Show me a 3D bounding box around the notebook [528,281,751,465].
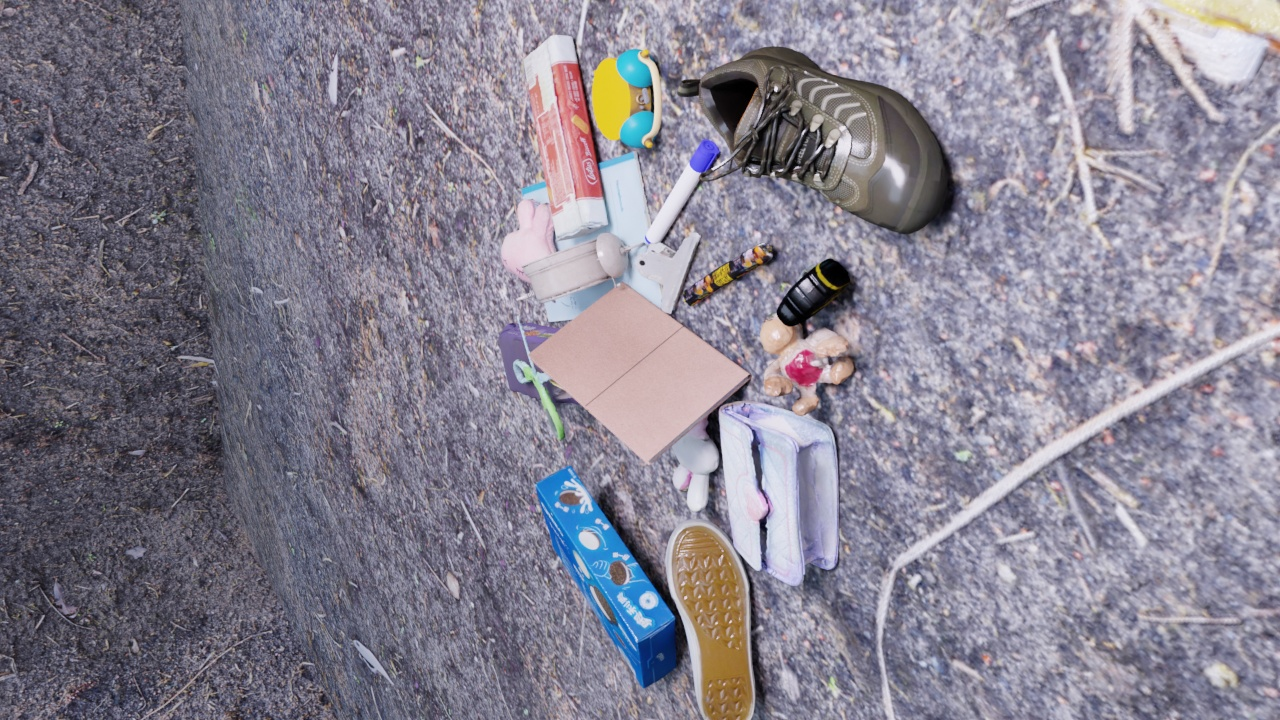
[{"bbox_3d":[-0.006,0.006,0.978,0.209,0.141,0.008,38,160,36],"label":"notebook"}]

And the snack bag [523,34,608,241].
[{"bbox_3d":[-0.087,-0.255,1.066,0.078,0.041,0.225,-11,91,55],"label":"snack bag"}]

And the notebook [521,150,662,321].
[{"bbox_3d":[-0.064,-0.141,1.114,0.254,0.009,0.181,-2,101,54],"label":"notebook"}]

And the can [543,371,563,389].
[{"bbox_3d":[-0.050,-0.002,1.069,0.116,0.092,0.057,24,131,48],"label":"can"}]

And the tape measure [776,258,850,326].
[{"bbox_3d":[0.151,-0.062,0.800,0.034,0.061,0.062,50,137,8],"label":"tape measure"}]

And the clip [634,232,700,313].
[{"bbox_3d":[0.022,-0.099,0.979,0.055,0.045,0.102,25,128,8],"label":"clip"}]

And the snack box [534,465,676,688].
[{"bbox_3d":[-0.042,0.271,1.143,0.239,0.056,0.196,52,162,29],"label":"snack box"}]

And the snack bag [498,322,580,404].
[{"bbox_3d":[-0.134,0.003,1.212,0.206,0.058,0.096,9,110,60],"label":"snack bag"}]

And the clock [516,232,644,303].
[{"bbox_3d":[-0.061,-0.105,1.046,0.157,0.103,0.061,-16,97,29],"label":"clock"}]

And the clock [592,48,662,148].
[{"bbox_3d":[-0.014,-0.276,0.968,0.130,0.043,0.099,24,122,56],"label":"clock"}]

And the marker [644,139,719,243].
[{"bbox_3d":[0.041,-0.170,0.950,0.020,0.020,0.142,60,142,21],"label":"marker"}]

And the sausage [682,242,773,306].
[{"bbox_3d":[0.085,-0.086,0.921,0.156,0.020,0.020,-28,79,54],"label":"sausage"}]

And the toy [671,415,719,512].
[{"bbox_3d":[0.060,0.104,1.013,0.079,0.038,0.123,-135,43,-53],"label":"toy"}]

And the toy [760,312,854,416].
[{"bbox_3d":[0.145,-0.012,0.834,0.085,0.074,0.106,-43,40,19],"label":"toy"}]

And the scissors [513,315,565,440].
[{"bbox_3d":[-0.127,0.021,1.104,0.172,0.023,0.171,39,146,60],"label":"scissors"}]

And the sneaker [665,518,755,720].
[{"bbox_3d":[0.083,0.290,1.036,0.079,0.087,0.235,-115,14,-89],"label":"sneaker"}]

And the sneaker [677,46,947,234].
[{"bbox_3d":[0.121,-0.182,0.726,0.238,0.142,0.101,45,135,35],"label":"sneaker"}]

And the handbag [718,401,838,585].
[{"bbox_3d":[0.127,0.129,0.905,0.127,0.069,0.159,18,120,52],"label":"handbag"}]

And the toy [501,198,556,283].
[{"bbox_3d":[-0.137,-0.151,1.161,0.108,0.053,0.105,26,109,49],"label":"toy"}]
